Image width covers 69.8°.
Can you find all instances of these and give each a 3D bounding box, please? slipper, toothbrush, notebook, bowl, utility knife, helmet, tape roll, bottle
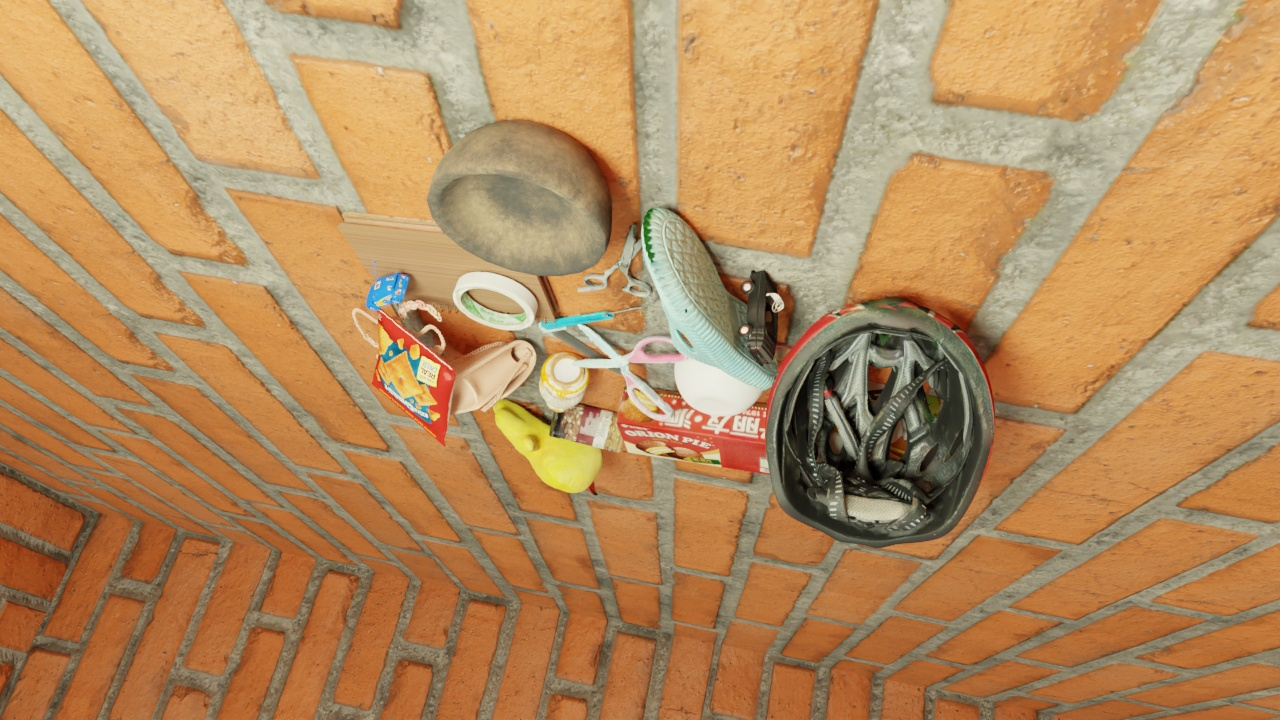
[{"bbox_3d":[0.059,-0.044,0.902,0.070,0.115,0.276,-21,147,22],"label":"slipper"},{"bbox_3d":[-0.049,0.000,1.158,0.013,0.012,0.167,-3,151,47],"label":"toothbrush"},{"bbox_3d":[0.108,-0.035,1.008,0.184,0.015,0.015,27,145,-24],"label":"toothbrush"},{"bbox_3d":[-0.207,-0.098,1.021,0.210,0.022,0.169,7,154,12],"label":"notebook"},{"bbox_3d":[-0.100,-0.146,0.811,0.162,0.070,0.162,11,155,5],"label":"bowl"},{"bbox_3d":[-0.058,-0.048,1.063,0.149,0.015,0.022,-8,173,33],"label":"utility knife"},{"bbox_3d":[0.236,0.057,0.921,0.217,0.166,0.272,8,117,10],"label":"helmet"},{"bbox_3d":[-0.161,-0.065,1.019,0.094,0.018,0.094,11,153,5],"label":"tape roll"},{"bbox_3d":[-0.074,0.094,1.314,0.105,0.056,0.056,14,155,-1],"label":"bottle"},{"bbox_3d":[0.094,0.033,1.112,0.115,0.050,0.115,11,155,5],"label":"bowl"},{"bbox_3d":[-0.101,0.033,1.195,0.063,0.063,0.109,15,155,-4],"label":"bottle"}]

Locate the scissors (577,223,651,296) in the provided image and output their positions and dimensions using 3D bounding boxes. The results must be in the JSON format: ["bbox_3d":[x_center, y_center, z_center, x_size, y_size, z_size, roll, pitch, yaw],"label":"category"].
[{"bbox_3d":[-0.028,-0.100,0.940,0.121,0.014,0.160,5,156,16],"label":"scissors"}]

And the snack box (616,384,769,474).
[{"bbox_3d":[0.092,0.096,1.233,0.236,0.060,0.113,7,155,12],"label":"snack box"}]

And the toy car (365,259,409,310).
[{"bbox_3d":[-0.294,-0.087,1.015,0.092,0.033,0.062,-12,149,40],"label":"toy car"}]

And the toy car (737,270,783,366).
[{"bbox_3d":[0.120,-0.042,0.896,0.037,0.092,0.040,-10,148,28],"label":"toy car"}]

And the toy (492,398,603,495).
[{"bbox_3d":[-0.135,0.127,1.372,0.207,0.092,0.133,30,-166,-20],"label":"toy"}]

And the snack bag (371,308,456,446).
[{"bbox_3d":[-0.271,0.019,1.096,0.131,0.039,0.144,37,138,16],"label":"snack bag"}]

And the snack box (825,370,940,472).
[{"bbox_3d":[0.248,0.072,1.061,0.186,0.100,0.032,14,155,-1],"label":"snack box"}]

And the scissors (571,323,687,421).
[{"bbox_3d":[-0.007,0.015,1.108,0.171,0.013,0.175,-4,129,32],"label":"scissors"}]

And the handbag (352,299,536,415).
[{"bbox_3d":[-0.234,-0.027,1.151,0.199,0.116,0.187,-12,114,50],"label":"handbag"}]
